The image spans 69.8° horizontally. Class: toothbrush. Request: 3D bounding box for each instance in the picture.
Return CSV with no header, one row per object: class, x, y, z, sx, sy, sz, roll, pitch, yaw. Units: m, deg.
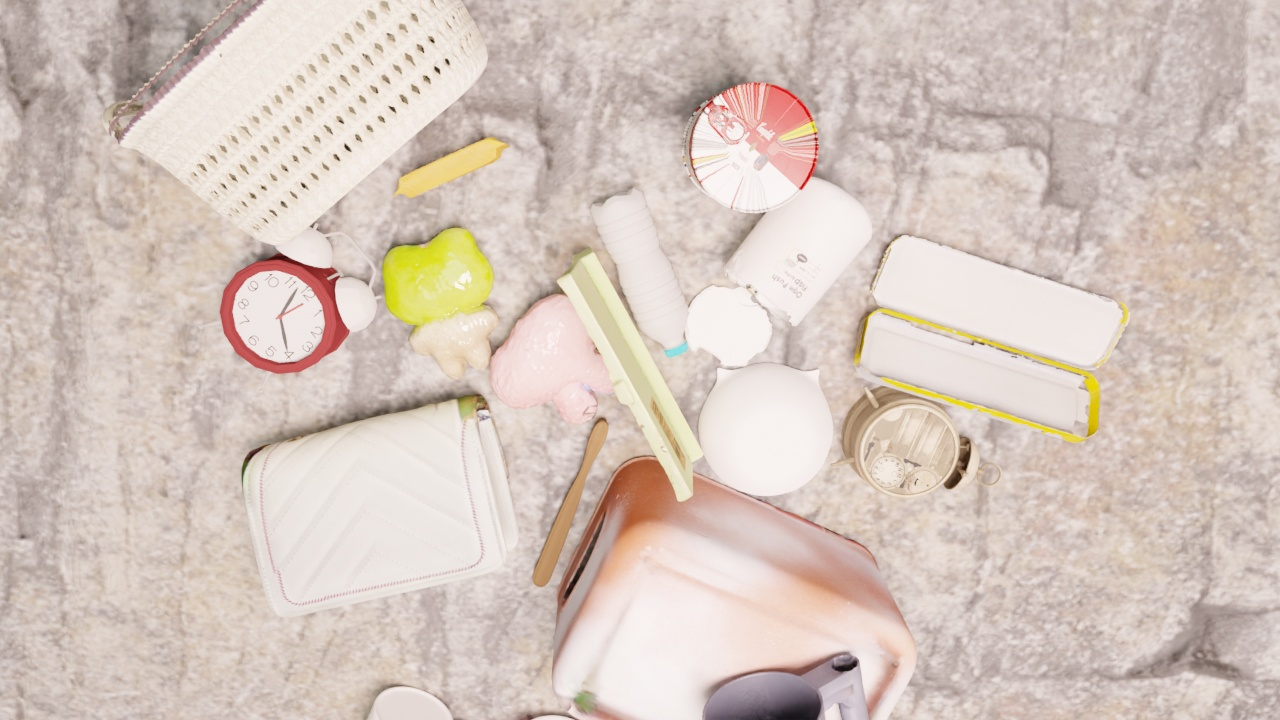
toothbrush,-0.060,0.124,0.794,0.016,0.016,0.167,21,105,-5

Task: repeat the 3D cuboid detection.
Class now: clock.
clock,-0.274,-0.046,0.733,0.138,0.048,0.096,-38,101,10
clock,0.236,0.076,0.762,0.141,0.054,0.093,20,103,-3

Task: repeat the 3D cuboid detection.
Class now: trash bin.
trash bin,0.067,0.217,0.744,0.259,0.157,0.182,25,102,-5

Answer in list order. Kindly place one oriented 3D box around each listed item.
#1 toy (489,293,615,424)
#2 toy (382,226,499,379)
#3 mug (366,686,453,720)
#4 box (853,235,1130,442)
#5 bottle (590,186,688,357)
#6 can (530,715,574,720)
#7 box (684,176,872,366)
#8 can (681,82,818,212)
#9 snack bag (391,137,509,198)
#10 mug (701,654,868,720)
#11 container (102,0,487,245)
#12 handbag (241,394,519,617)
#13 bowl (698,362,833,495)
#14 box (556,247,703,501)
toy,-0.064,0.005,0.747,0.105,0.053,0.108,39,100,-20
toy,-0.155,-0.043,0.737,0.092,0.043,0.118,-17,105,5
mug,-0.203,0.356,0.827,0.110,0.074,0.090,18,104,-31
box,0.284,-0.017,0.746,0.209,0.045,0.128,17,90,-3
bottle,0.005,-0.067,0.730,0.044,0.044,0.136,-22,103,5
can,-0.086,0.411,0.825,0.088,0.088,0.166,8,104,-2
box,0.104,-0.061,0.718,0.084,0.094,0.165,39,92,-12
can,0.077,-0.156,0.672,0.086,0.116,0.087,0,104,0
snack bag,-0.149,-0.151,0.719,0.099,0.026,0.020,-23,103,6
mug,0.111,0.279,0.646,0.123,0.084,0.104,-20,106,-24
container,-0.224,-0.198,0.636,0.252,0.184,0.143,-37,113,9
handbag,-0.209,0.115,0.752,0.198,0.096,0.142,-12,90,3
bowl,0.106,0.063,0.759,0.114,0.050,0.115,0,104,0
box,-0.005,0.005,0.702,0.030,0.138,0.187,-27,101,6
